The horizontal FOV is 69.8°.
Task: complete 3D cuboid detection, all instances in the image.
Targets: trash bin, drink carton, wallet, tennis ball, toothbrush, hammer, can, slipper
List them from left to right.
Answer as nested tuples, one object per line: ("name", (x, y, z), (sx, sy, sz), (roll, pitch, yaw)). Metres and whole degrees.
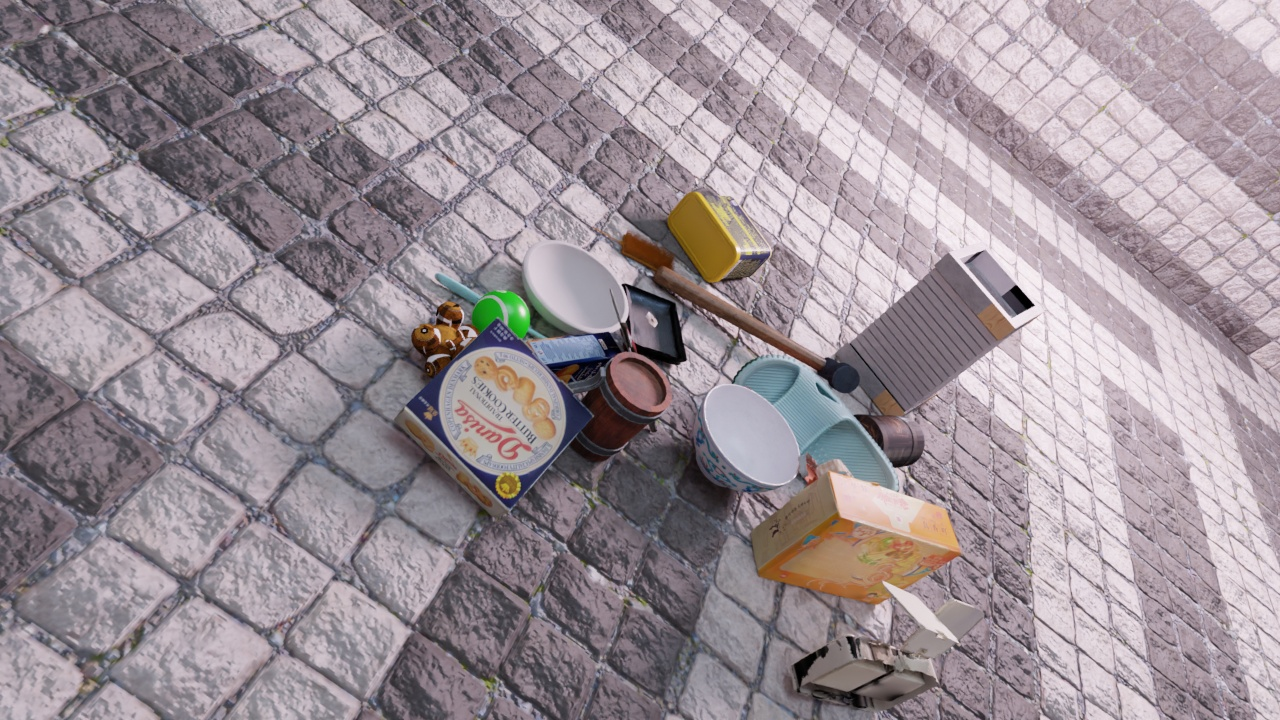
("tennis ball", (-0.158, -0.047, 1.036), (0.065, 0.066, 0.065), (24, 41, -23))
("toothbrush", (-0.163, -0.052, 1.079), (0.180, 0.016, 0.016), (32, 47, -14))
("drink carton", (-0.085, 0.004, 1.052), (0.129, 0.064, 0.040), (-8, 60, -46))
("wallet", (0.014, -0.046, 1.219), (0.089, 0.026, 0.114), (19, 43, -28))
("can", (0.124, -0.191, 1.419), (0.104, 0.075, 0.135), (-10, 61, -49))
("hammer", (0.161, -0.050, 1.326), (0.321, 0.040, 0.129), (29, 6, -8))
("slipper", (0.240, 0.099, 1.214), (0.116, 0.069, 0.276), (-45, 92, -9))
("trash bin", (0.461, -0.042, 1.427), (0.142, 0.248, 0.142), (-19, 68, -49))

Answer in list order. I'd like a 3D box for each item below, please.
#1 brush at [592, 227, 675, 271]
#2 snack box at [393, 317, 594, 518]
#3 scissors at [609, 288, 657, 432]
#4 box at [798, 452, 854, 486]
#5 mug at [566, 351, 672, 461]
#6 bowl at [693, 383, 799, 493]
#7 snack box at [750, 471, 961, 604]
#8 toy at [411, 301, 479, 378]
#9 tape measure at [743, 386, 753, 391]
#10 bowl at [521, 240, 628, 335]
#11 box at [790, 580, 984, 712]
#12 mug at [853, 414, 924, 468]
("brush", (-0.006, -0.164, 1.322), (0.126, 0.017, 0.048), (26, 40, -20))
("snack box", (-0.143, 0.056, 0.917), (0.144, 0.043, 0.144), (46, 56, -9))
("scissors", (-0.008, 0.002, 1.080), (0.198, 0.015, 0.179), (-105, 179, -86))
("box", (0.255, 0.170, 1.145), (0.187, 0.057, 0.067), (47, 3, -43))
("mug", (-0.044, 0.049, 1.006), (0.117, 0.111, 0.081), (20, 43, -27))
("bowl", (0.115, 0.108, 1.119), (0.144, 0.074, 0.143), (24, 41, -23))
("snack box", (0.252, 0.208, 1.086), (0.195, 0.145, 0.080), (19, 43, -27))
("toy", (-0.183, -0.002, 0.973), (0.112, 0.067, 0.087), (30, 41, 4))
("tape measure", (0.128, 0.057, 1.200), (0.019, 0.052, 0.059), (-3, 56, -43))
("bowl", (-0.089, -0.081, 1.148), (0.149, 0.043, 0.149), (24, 41, -23))
("box", (0.263, 0.303, 0.974), (0.143, 0.181, 0.080), (25, 39, -32))
("mug", (0.334, 0.108, 1.322), (0.107, 0.080, 0.116), (3, 26, -41))
